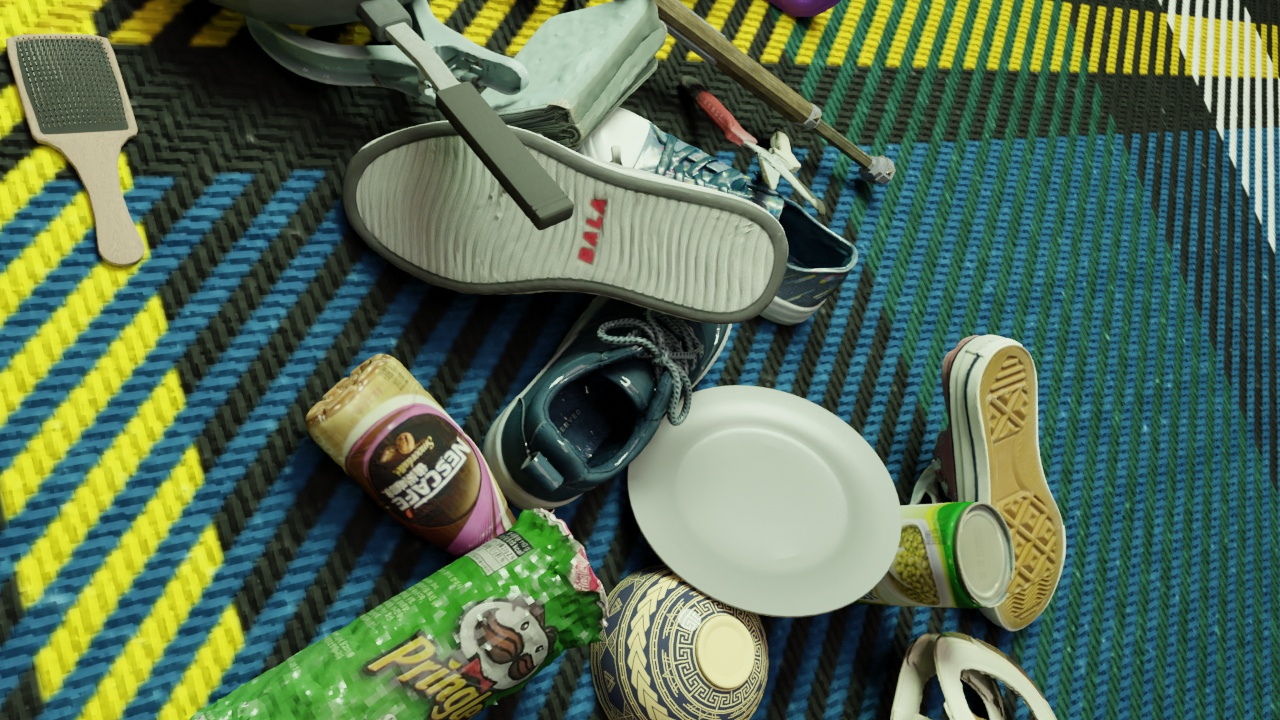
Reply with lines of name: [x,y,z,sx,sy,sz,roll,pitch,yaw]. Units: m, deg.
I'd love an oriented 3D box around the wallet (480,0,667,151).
wallet: [-0.049,-0.185,0.610,0.131,0.101,0.054,-55,130,-34]

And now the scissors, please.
scissors: [0.089,-0.164,0.689,0.193,0.015,0.179,43,26,20]

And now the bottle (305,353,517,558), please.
bottle: [-0.105,0.074,0.501,0.166,0.060,0.059,51,53,-17]

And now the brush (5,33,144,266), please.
brush: [-0.288,-0.114,0.482,0.049,0.015,0.135,-15,81,-36]

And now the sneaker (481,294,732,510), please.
sneaker: [-0.003,0.003,0.571,0.089,0.088,0.234,49,53,-8]

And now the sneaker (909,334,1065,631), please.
sneaker: [0.259,0.093,0.705,0.118,0.088,0.241,-21,108,-25]

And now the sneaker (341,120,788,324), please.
sneaker: [-0.044,-0.090,0.566,0.263,0.128,0.097,10,105,0]

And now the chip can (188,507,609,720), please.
chip can: [-0.123,0.154,0.424,0.222,0.076,0.075,-29,89,-25]

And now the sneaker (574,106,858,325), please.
sneaker: [0.055,-0.107,0.656,0.235,0.079,0.087,32,58,-18]

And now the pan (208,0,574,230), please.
pan: [-0.147,-0.195,0.515,0.178,0.041,0.357,-28,66,-26]

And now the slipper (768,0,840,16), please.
slipper: [0.066,-0.353,0.746,0.266,0.107,0.083,24,60,-28]

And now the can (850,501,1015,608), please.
can: [0.178,0.130,0.615,0.067,0.121,0.067,10,74,-38]

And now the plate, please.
plate: [0.079,0.087,0.594,0.178,0.012,0.178,5,46,-6]

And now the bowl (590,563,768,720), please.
bowl: [0.034,0.175,0.546,0.112,0.061,0.112,12,66,-28]

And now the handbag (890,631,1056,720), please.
handbag: [0.242,0.279,0.604,0.200,0.093,0.199,32,47,-37]

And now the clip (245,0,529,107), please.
clip: [-0.141,-0.214,0.573,0.171,0.029,0.141,22,57,1]

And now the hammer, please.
hammer: [0.091,-0.217,0.717,0.316,0.147,0.028,25,91,-33]
